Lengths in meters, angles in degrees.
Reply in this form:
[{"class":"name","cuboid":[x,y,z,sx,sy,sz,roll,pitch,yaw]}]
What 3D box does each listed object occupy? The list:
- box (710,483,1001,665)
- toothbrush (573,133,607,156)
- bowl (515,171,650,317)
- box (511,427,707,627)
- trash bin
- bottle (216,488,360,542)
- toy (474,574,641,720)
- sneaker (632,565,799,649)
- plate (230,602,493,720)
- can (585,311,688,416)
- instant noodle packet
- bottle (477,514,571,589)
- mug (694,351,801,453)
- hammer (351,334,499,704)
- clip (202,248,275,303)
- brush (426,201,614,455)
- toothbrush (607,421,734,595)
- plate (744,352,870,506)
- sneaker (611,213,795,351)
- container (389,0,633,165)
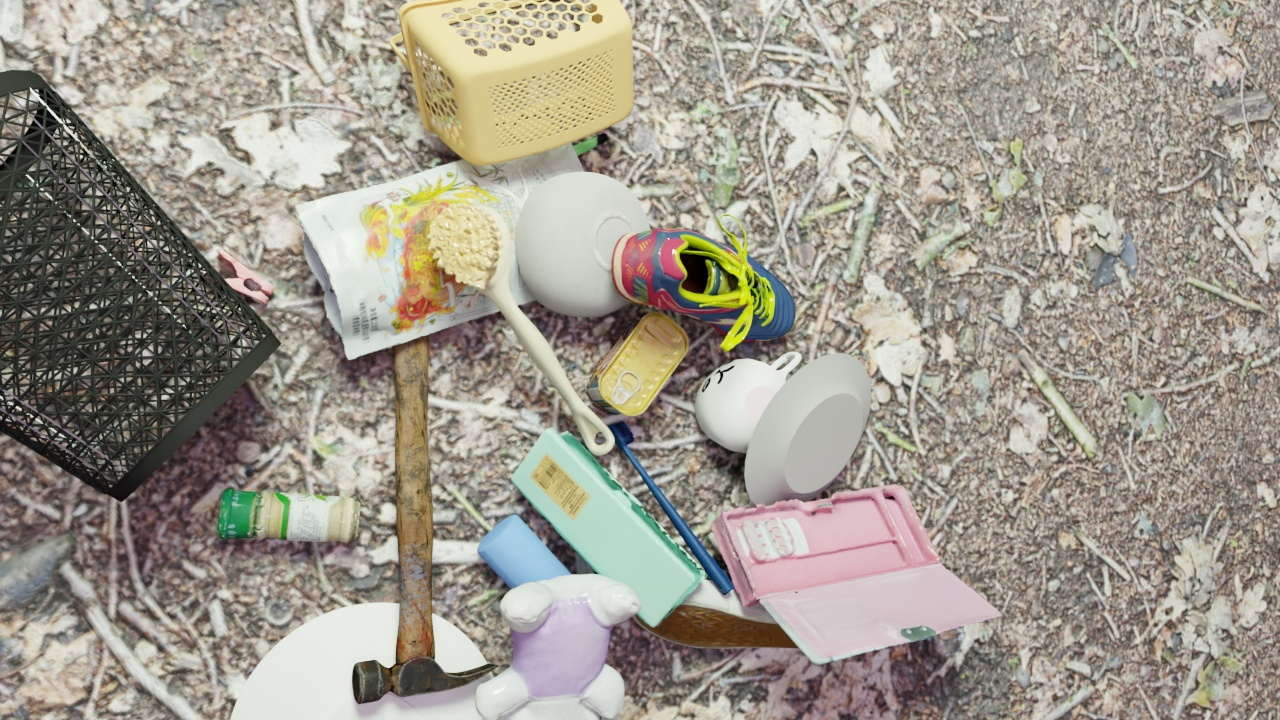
[{"class":"box","cuboid":[0.197,0.201,0.858,0.232,0.180,0.055,-1,130,-29]},{"class":"toothbrush","cuboid":[-0.108,-0.175,0.863,0.187,0.017,0.014,-30,105,-19]},{"class":"bowl","cuboid":[-0.042,-0.105,0.830,0.131,0.064,0.132,-3,94,-40]},{"class":"box","cuboid":[-0.031,0.141,0.797,0.077,0.079,0.189,-41,74,-15]},{"class":"trash bin","cuboid":[-0.412,-0.038,0.660,0.243,0.217,0.216,46,74,-17]},{"class":"bottle","cuboid":[-0.292,0.131,0.767,0.110,0.043,0.042,6,84,-18]},{"class":"toy","cuboid":[-0.077,0.277,0.783,0.137,0.085,0.209,0,110,-23]},{"class":"sneaker","cuboid":[0.102,0.226,0.883,0.235,0.088,0.079,9,49,-14]},{"class":"plate","cuboid":[-0.229,0.325,0.779,0.229,0.030,0.229,1,86,-18]},{"class":"can","cuboid":[-0.005,0.005,0.861,0.054,0.059,0.099,39,75,-12]},{"class":"instant noodle packet","cuboid":[-0.152,-0.106,0.811,0.268,0.057,0.147,-23,103,-28]},{"class":"bottle","cuboid":[-0.087,0.201,0.826,0.048,0.048,0.131,-43,99,-16]},{"class":"mug","cuboid":[0.112,0.033,0.888,0.123,0.076,0.090,-43,100,-16]},{"class":"hammer","cuboid":[-0.189,0.118,0.798,0.119,0.033,0.330,2,81,-30]},{"class":"clip","cuboid":[-0.341,-0.065,0.776,0.057,0.022,0.035,32,73,-15]},{"class":"brush","cuboid":[-0.094,-0.019,0.799,0.272,0.062,0.077,60,29,-25]},{"class":"toothbrush","cuboid":[0.028,0.133,0.848,0.017,0.016,0.190,-27,70,-26]},{"class":"plate","cuboid":[0.171,0.076,0.884,0.172,0.019,0.173,-20,126,-32]},{"class":"sneaker","cuboid":[0.084,-0.061,0.840,0.241,0.091,0.116,11,80,-45]},{"class":"container","cuboid":[-0.113,-0.272,0.819,0.183,0.129,0.167,-24,52,-19]}]
